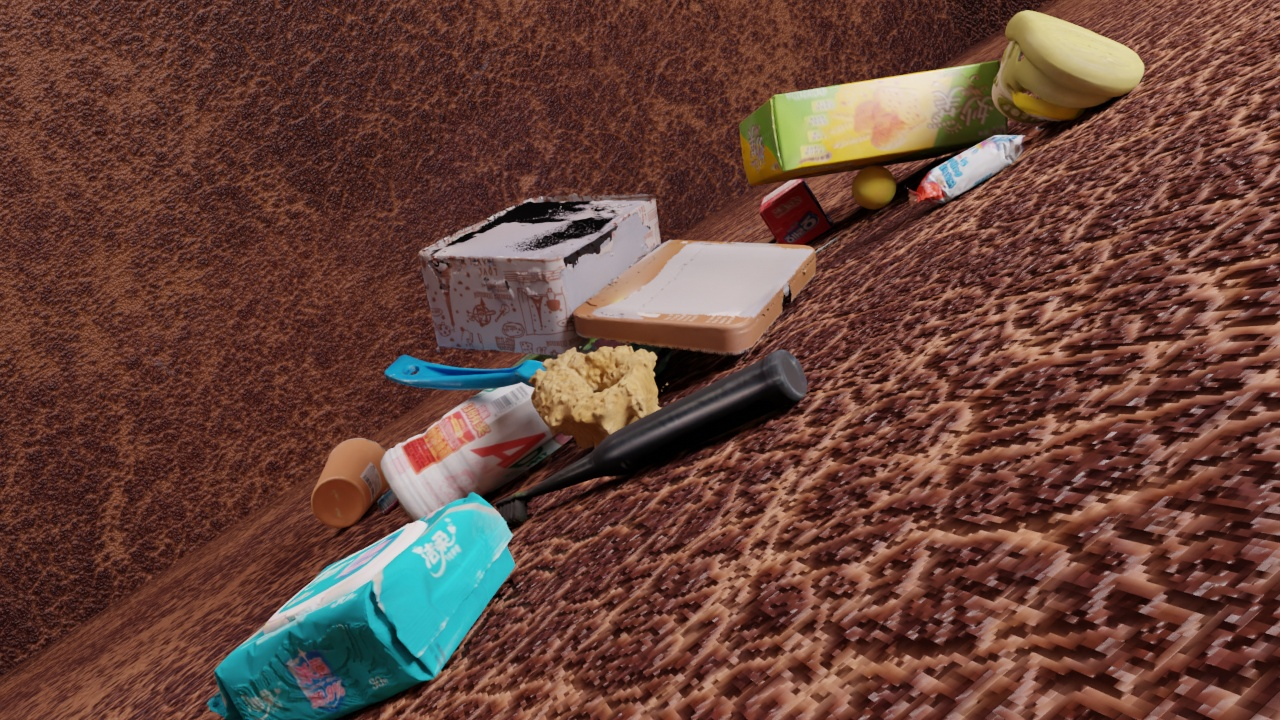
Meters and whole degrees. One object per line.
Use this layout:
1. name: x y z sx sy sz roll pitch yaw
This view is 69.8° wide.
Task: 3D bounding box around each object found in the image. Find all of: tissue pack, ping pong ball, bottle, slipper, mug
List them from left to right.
1. mug: -0.330 0.142 1.042 0.078 0.078 0.122 -32 13 0
2. tissue pack: -0.129 0.120 0.428 0.134 0.050 0.093 -29 9 25
3. bottle: -0.092 0.047 0.682 0.196 0.068 0.068 -33 7 -8
4. ping pong ball: 0.217 -0.161 0.852 0.040 0.040 0.040 -32 8 5
5. slipper: 0.327 -0.224 0.724 0.190 0.091 0.082 -65 -8 -59

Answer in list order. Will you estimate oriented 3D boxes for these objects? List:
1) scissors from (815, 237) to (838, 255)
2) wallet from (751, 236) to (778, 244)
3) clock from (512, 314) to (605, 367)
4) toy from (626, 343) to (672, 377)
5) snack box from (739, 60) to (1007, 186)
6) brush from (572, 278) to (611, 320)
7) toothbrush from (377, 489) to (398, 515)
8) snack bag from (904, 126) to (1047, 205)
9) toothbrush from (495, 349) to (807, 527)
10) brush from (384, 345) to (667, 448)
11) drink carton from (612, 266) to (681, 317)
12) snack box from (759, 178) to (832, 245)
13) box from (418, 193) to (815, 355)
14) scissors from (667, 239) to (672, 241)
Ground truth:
1. scissors: 0.104 -0.061 0.784 0.162 0.012 0.174 -32 7 8
2. wallet: 0.100 -0.108 1.089 0.101 0.020 0.115 -39 12 -32
3. clock: -0.074 0.005 0.922 0.116 0.056 0.160 -29 8 29
4. toy: -0.004 0.004 0.747 0.096 0.030 0.092 -40 7 -14
5. snack box: 0.212 -0.220 0.870 0.210 0.070 0.157 -9 6 -3
6. brush: -0.051 -0.065 0.891 0.109 0.060 0.315 -37 15 -14
7. toothbrush: -0.235 0.119 0.995 0.016 0.017 0.187 -29 9 21
8. snack bag: 0.245 -0.143 0.677 0.105 0.026 0.045 -28 5 15
9. toothbrush: -0.007 0.049 0.488 0.213 0.027 0.026 -29 -36 33
10. brush: -0.090 0.016 0.637 0.255 0.046 0.083 4 42 38
11. drink carton: 0.020 -0.068 1.044 0.123 0.045 0.053 -25 -3 32
12. snack box: 0.171 -0.166 1.019 0.058 0.057 0.207 -33 7 15
13. box: -0.012 -0.065 0.701 0.260 0.082 0.176 6 27 26
14. scissors: 0.039 -0.117 0.999 0.148 0.021 0.235 -22 -3 -20
